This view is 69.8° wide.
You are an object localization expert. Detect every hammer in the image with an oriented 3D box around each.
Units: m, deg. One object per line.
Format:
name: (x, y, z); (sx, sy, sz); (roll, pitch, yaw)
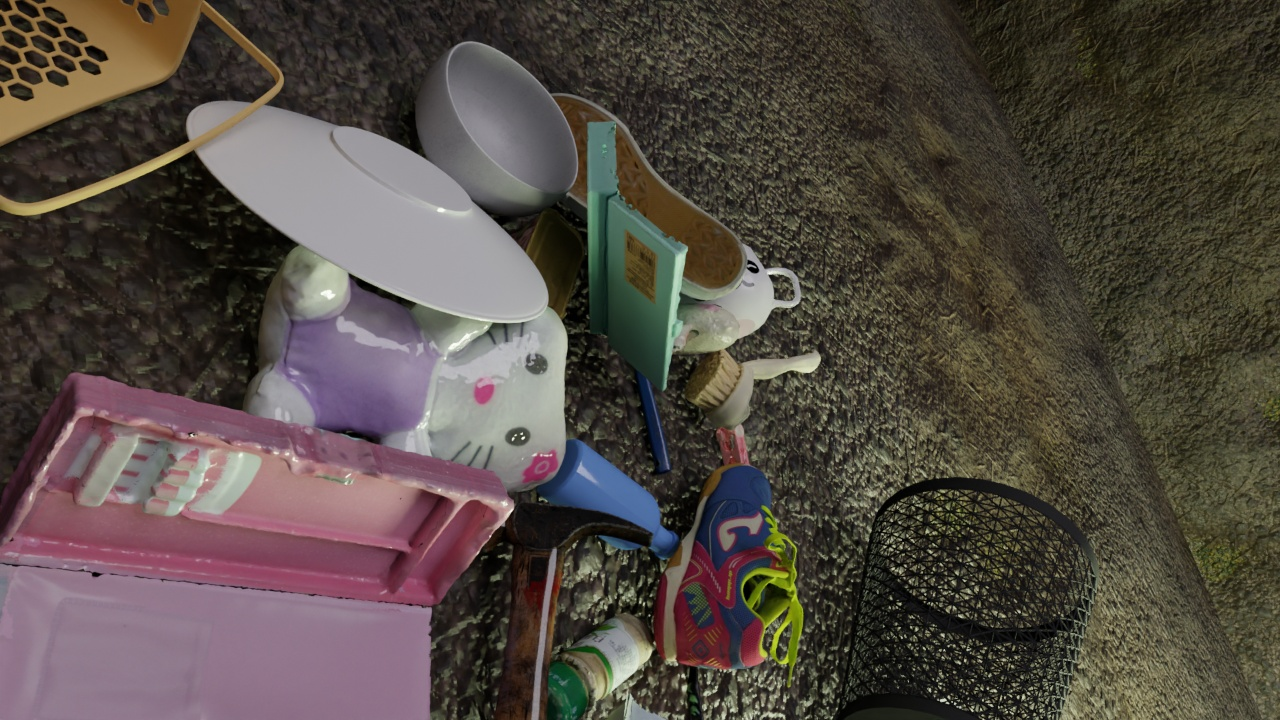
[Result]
hammer: (-0.064, 0.238, 0.508); (0.120, 0.033, 0.329); (5, 62, 0)

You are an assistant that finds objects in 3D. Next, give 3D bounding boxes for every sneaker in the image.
sneaker: (-0.013, -0.130, 0.792); (0.235, 0.079, 0.087); (42, 74, 5)
sneaker: (0.086, 0.158, 0.712); (0.241, 0.091, 0.116); (-47, 136, -62)

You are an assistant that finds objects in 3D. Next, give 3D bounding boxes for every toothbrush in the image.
toothbrush: (0.041, 0.265, 0.681); (0.017, 0.014, 0.187); (11, 60, -33)
toothbrush: (-0.005, 0.005, 0.782); (0.017, 0.016, 0.189); (2, 68, -43)

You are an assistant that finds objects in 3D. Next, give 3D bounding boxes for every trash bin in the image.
trash bin: (0.291, 0.270, 0.843); (0.217, 0.218, 0.242); (53, 43, -16)

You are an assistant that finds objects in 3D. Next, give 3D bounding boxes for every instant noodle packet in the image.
instant noodle packet: (-0.028, 0.335, 0.502); (0.268, 0.057, 0.147); (-71, 156, -45)

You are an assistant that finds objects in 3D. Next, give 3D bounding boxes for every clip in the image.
clip: (0.081, 0.089, 0.844); (0.023, 0.041, 0.059); (8, 73, -46)

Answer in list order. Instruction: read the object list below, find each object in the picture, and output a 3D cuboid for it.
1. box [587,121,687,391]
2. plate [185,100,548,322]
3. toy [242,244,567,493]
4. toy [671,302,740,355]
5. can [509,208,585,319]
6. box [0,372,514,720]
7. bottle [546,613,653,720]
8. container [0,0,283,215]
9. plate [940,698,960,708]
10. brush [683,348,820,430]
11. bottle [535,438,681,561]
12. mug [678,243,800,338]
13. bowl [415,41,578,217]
box: (-0.014, -0.068, 0.685); (0.056, 0.187, 0.138); (-16, 61, -11)
plate: (-0.148, -0.103, 0.551); (0.229, 0.030, 0.229); (31, 18, -12)
toy: (-0.131, 0.015, 0.552); (0.209, 0.086, 0.137); (17, 82, -43)
toy: (0.042, -0.026, 0.800); (0.112, 0.087, 0.050); (8, 82, -62)
can: (-0.084, -0.061, 0.683); (0.054, 0.059, 0.099); (42, 41, -28)
box: (-0.188, 0.109, 0.456); (0.233, 0.075, 0.172); (24, 83, -44)
bottle: (-0.032, 0.203, 0.601); (0.109, 0.043, 0.042); (-19, 84, -55)
container: (-0.280, -0.161, 0.434); (0.167, 0.130, 0.182); (43, 39, -9)
plate: (0.318, 0.434, 0.925); (0.172, 0.019, 0.172); (30, 48, -39)
brush: (0.123, 0.012, 0.912); (0.271, 0.062, 0.077); (-14, 75, -59)
bottle: (-0.015, 0.111, 0.674); (0.131, 0.048, 0.047); (41, 42, -29)
mug: (0.096, -0.063, 0.870); (0.123, 0.090, 0.076); (-6, 61, -16)
bowl: (-0.116, -0.167, 0.699); (0.131, 0.065, 0.131); (33, 41, -35)
